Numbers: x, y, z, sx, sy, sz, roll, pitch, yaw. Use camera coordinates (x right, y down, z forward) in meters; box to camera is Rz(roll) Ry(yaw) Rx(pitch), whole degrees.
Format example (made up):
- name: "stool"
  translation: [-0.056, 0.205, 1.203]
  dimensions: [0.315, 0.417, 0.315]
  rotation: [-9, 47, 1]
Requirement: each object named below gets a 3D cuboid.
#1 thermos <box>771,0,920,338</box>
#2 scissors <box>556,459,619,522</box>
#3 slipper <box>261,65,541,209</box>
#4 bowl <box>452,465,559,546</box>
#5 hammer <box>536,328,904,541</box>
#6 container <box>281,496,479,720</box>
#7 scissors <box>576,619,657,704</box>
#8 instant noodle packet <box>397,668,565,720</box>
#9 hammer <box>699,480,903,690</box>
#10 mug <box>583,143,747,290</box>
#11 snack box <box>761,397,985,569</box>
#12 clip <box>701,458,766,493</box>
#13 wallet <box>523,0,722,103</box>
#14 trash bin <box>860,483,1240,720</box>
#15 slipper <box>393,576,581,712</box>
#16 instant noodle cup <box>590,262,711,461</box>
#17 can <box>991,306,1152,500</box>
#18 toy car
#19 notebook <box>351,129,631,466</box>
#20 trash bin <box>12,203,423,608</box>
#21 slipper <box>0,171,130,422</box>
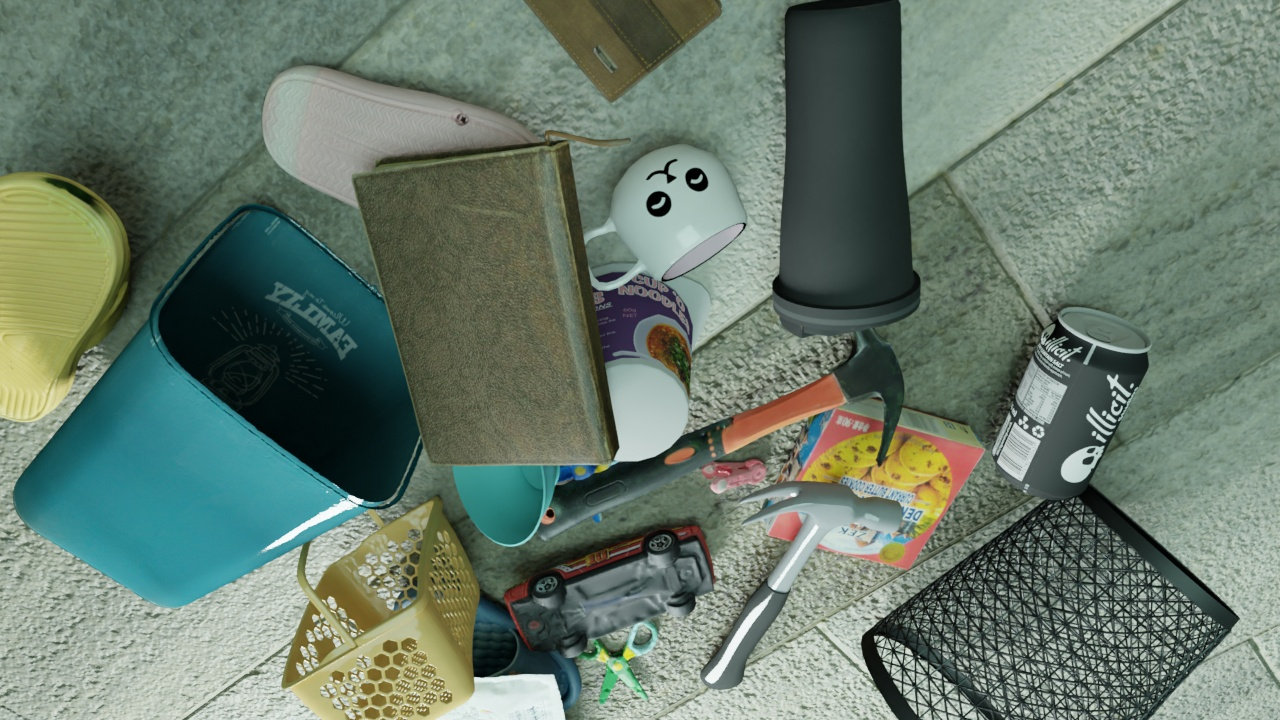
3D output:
- name: "thermos"
  translation: [0.140, -0.130, 0.633]
  dimensions: [0.106, 0.105, 0.219]
  rotation: [-7, 116, 0]
- name: "scissors"
  translation: [-0.049, 0.091, 0.797]
  dimensions: [0.130, 0.013, 0.125]
  rotation: [-11, 119, 5]
- name: "slipper"
  translation: [-0.151, -0.137, 0.630]
  dimensions: [0.221, 0.055, 0.107]
  rotation: [21, 116, -4]
- name: "bowl"
  translation: [-0.101, 0.087, 0.755]
  dimensions: [0.046, 0.121, 0.121]
  rotation: [-12, 131, -45]
- name: "hammer"
  translation: [0.054, 0.070, 0.753]
  dimensions: [0.334, 0.033, 0.133]
  rotation: [-24, 89, 14]
- name: "container"
  translation: [-0.213, 0.187, 0.730]
  dimensions: [0.129, 0.183, 0.167]
  rotation: [-30, 108, 1]
- name: "scissors"
  translation: [-0.015, 0.301, 0.922]
  dimensions: [0.117, 0.012, 0.130]
  rotation: [-28, 117, 12]
- name: "instant noodle packet"
  translation: [-0.139, 0.376, 0.899]
  dimensions: [0.147, 0.057, 0.270]
  rotation: [-2, 134, 4]
- name: "hammer"
  translation: [0.115, 0.217, 0.841]
  dimensions: [0.125, 0.029, 0.312]
  rotation: [13, 130, -9]
- name: "mug"
  translation: [0.009, -0.097, 0.640]
  dimensions: [0.124, 0.090, 0.076]
  rotation: [-32, 83, -3]
- name: "snack box"
  translation: [0.200, 0.106, 0.804]
  dimensions: [0.142, 0.040, 0.145]
  rotation: [15, 118, -12]
- name: "clip"
  translation: [0.079, 0.099, 0.806]
  dimensions: [0.058, 0.050, 0.023]
  rotation: [-25, 133, -39]
- name: "wallet"
  translation: [-0.019, -0.243, 0.595]
  dimensions: [0.099, 0.026, 0.121]
  rotation: [-35, 118, 19]
- name: "trash bin"
  translation: [0.362, 0.246, 0.811]
  dimensions: [0.217, 0.216, 0.243]
  rotation: [35, 106, -21]
- name: "slipper"
  translation: [-0.149, 0.285, 0.876]
  dimensions: [0.104, 0.059, 0.213]
  rotation: [-37, 115, 19]
- name: "instant noodle cup"
  translation: [-0.004, 0.004, 0.683]
  dimensions: [0.137, 0.121, 0.122]
  rotation: [-24, 119, 10]
- name: "can"
  translation: [0.350, 0.037, 0.751]
  dimensions: [0.080, 0.080, 0.146]
  rotation: [7, 120, -8]
- name: "toy car"
  translation: [-0.025, 0.209, 0.841]
  dimensions: [0.189, 0.056, 0.082]
  rotation: [-18, 121, -1]
- name: "notebook"
  translation: [-0.079, -0.033, 0.592]
  dimensions: [0.190, 0.034, 0.215]
  rotation: [-2, 111, 22]
- name: "trash bin"
  translation: [-0.297, 0.047, 0.658]
  dimensions: [0.219, 0.198, 0.196]
  rotation: [-34, 116, 22]
- name: "slipper"
  translation: [-0.425, -0.050, 0.653]
  dimensions: [0.099, 0.078, 0.264]
  rotation: [31, 131, -20]
